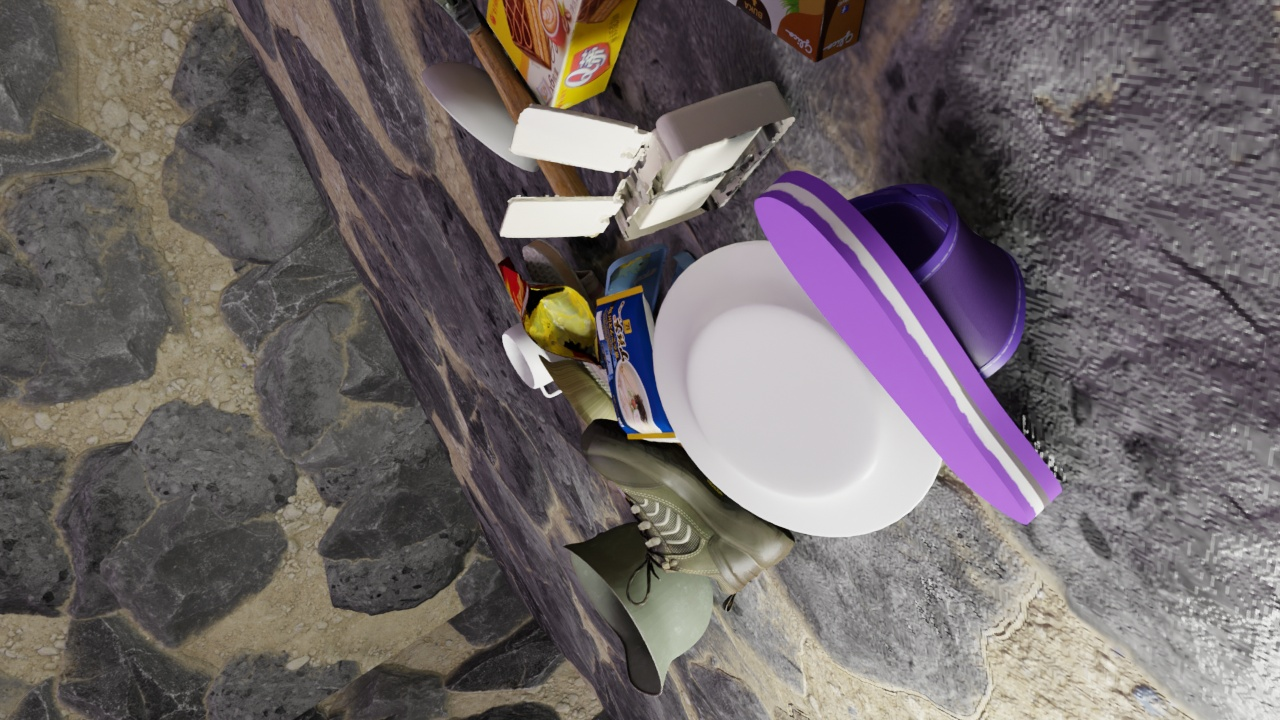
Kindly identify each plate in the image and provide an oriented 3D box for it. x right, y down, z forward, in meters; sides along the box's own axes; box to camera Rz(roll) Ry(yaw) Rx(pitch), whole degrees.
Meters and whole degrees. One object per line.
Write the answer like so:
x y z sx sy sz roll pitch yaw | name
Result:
0.105 0.029 0.682 0.243 0.016 0.243 20 125 31 | plate
-0.059 0.053 1.184 0.184 0.036 0.184 51 180 0 | plate

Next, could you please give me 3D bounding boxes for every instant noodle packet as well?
-0.005 0.005 0.822 0.087 0.026 0.134 -10 94 61 | instant noodle packet

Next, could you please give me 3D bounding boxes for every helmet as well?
0.006 0.311 1.256 0.268 0.153 0.227 1 118 62 | helmet

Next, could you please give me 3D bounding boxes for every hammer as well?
-0.105 -0.222 0.794 0.132 0.033 0.330 48 -170 -53 | hammer

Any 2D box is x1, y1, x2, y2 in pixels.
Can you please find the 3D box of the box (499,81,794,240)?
-0.001 -0.132 0.628 0.145 0.187 0.058 136 119 -66 | box

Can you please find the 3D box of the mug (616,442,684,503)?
0.020 0.102 1.021 0.100 0.094 0.124 50 160 29 | mug

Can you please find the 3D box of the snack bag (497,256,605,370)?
-0.096 -0.050 0.989 0.139 0.066 0.208 52 176 -17 | snack bag

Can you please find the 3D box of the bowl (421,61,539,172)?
-0.150 -0.259 0.938 0.149 0.043 0.149 40 -164 -14 | bowl

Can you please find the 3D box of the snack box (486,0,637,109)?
-0.057 -0.297 0.696 0.110 0.061 0.231 58 161 6 | snack box

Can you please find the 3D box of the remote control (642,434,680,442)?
0.043 0.071 0.909 0.038 0.125 0.018 25 105 61 | remote control

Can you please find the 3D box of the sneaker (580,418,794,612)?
0.022 0.166 0.929 0.238 0.143 0.101 34 -171 -3 | sneaker

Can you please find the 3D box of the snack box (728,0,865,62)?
0.079 -0.260 0.464 0.101 0.031 0.186 48 157 30 | snack box

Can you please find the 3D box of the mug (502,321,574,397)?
-0.137 -0.005 1.285 0.115 0.068 0.094 64 160 -12 | mug

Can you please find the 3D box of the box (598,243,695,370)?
0.012 -0.028 0.896 0.209 0.085 0.073 102 146 -63 | box

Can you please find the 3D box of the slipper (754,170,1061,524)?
0.173 -0.024 0.518 0.266 0.084 0.107 47 179 -24 | slipper

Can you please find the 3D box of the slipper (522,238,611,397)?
-0.053 -0.040 1.065 0.115 0.052 0.263 33 157 45 | slipper
